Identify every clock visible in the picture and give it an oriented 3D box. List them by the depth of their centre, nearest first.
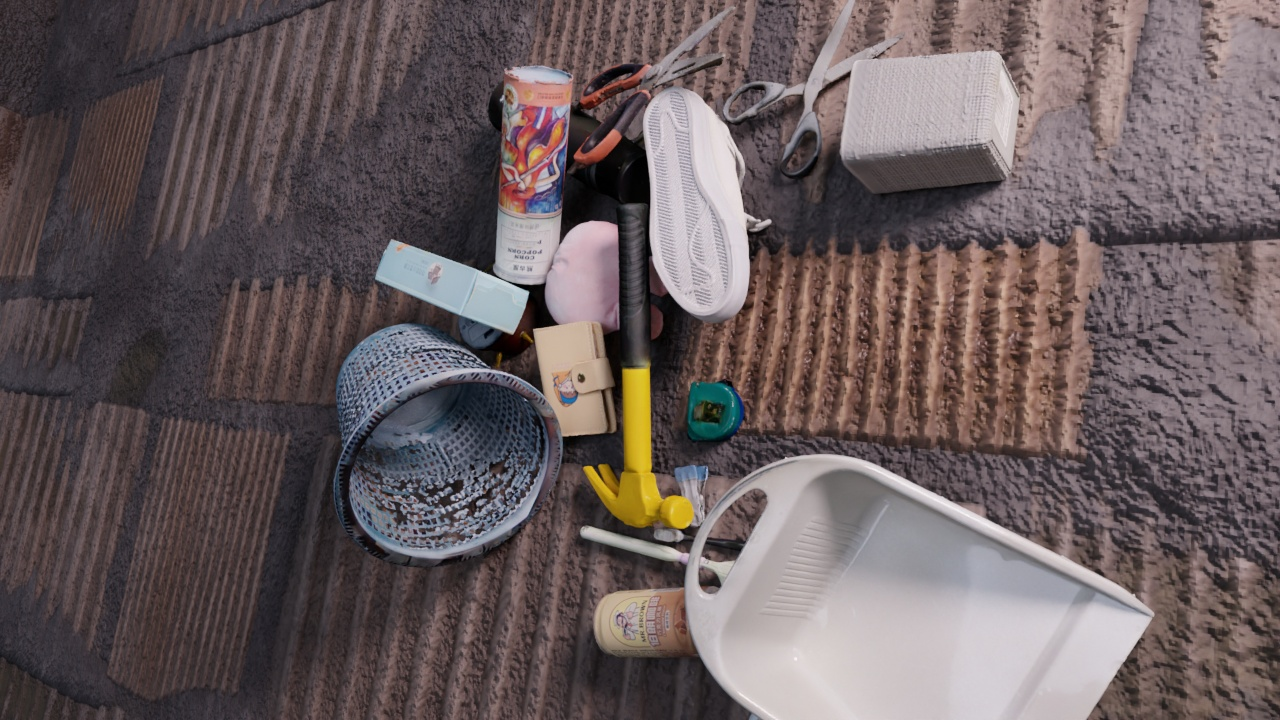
[{"bbox_3d":[-0.159,-0.058,1.024,0.082,0.055,0.121,-34,58,27],"label":"clock"}]

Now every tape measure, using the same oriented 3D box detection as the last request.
[{"bbox_3d":[0.067,0.046,0.840,0.055,0.025,0.058,-4,76,38],"label":"tape measure"}]

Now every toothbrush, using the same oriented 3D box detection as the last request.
[{"bbox_3d":[0.088,0.162,0.800,0.181,0.018,0.015,1,82,36],"label":"toothbrush"},{"bbox_3d":[0.014,0.178,0.850,0.190,0.020,0.029,6,52,40],"label":"toothbrush"}]

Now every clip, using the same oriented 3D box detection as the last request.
[{"bbox_3d":[0.048,0.124,0.838,0.027,0.043,0.058,-10,80,32],"label":"clip"}]

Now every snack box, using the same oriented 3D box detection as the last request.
[{"bbox_3d":[-0.203,-0.080,0.979,0.175,0.074,0.051,21,89,42],"label":"snack box"}]

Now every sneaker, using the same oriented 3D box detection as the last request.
[{"bbox_3d":[0.064,-0.137,0.853,0.090,0.090,0.242,-27,60,35],"label":"sneaker"}]

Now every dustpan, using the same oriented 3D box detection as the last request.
[{"bbox_3d":[0.167,0.192,0.651,0.258,0.142,0.223,34,99,40],"label":"dustpan"}]

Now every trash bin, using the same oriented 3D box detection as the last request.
[{"bbox_3d":[-0.221,0.065,0.955,0.227,0.226,0.195,-57,40,11],"label":"trash bin"}]

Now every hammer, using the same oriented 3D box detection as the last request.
[{"bbox_3d":[-0.005,0.005,0.858,0.129,0.032,0.300,-1,90,49],"label":"hammer"}]

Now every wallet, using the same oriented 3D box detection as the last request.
[{"bbox_3d":[-0.065,0.020,0.929,0.087,0.024,0.115,-7,93,31],"label":"wallet"}]

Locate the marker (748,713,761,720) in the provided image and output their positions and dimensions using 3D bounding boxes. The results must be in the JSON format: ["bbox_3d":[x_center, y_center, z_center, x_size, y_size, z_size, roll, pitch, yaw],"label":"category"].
[{"bbox_3d":[0.088,0.315,0.757,0.017,0.017,0.145,30,97,39],"label":"marker"}]

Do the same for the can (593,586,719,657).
[{"bbox_3d":[0.020,0.230,0.805,0.117,0.058,0.058,-13,70,34],"label":"can"}]

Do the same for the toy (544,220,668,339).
[{"bbox_3d":[-0.031,-0.075,0.930,0.159,0.054,0.121,25,100,36],"label":"toy"}]

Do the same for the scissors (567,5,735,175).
[{"bbox_3d":[0.000,-0.264,0.885,0.227,0.015,0.189,-47,35,12],"label":"scissors"}]

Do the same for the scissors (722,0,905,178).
[{"bbox_3d":[0.156,-0.252,0.846,0.159,0.014,0.180,8,90,20],"label":"scissors"}]

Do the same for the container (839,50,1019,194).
[{"bbox_3d":[0.234,-0.190,0.736,0.114,0.090,0.090,4,81,35],"label":"container"}]

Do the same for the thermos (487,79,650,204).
[{"bbox_3d":[-0.065,-0.245,1.004,0.089,0.068,0.242,-40,52,-17],"label":"thermos"}]

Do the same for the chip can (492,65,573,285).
[{"bbox_3d":[-0.112,-0.191,0.953,0.071,0.071,0.215,33,127,38],"label":"chip can"}]
